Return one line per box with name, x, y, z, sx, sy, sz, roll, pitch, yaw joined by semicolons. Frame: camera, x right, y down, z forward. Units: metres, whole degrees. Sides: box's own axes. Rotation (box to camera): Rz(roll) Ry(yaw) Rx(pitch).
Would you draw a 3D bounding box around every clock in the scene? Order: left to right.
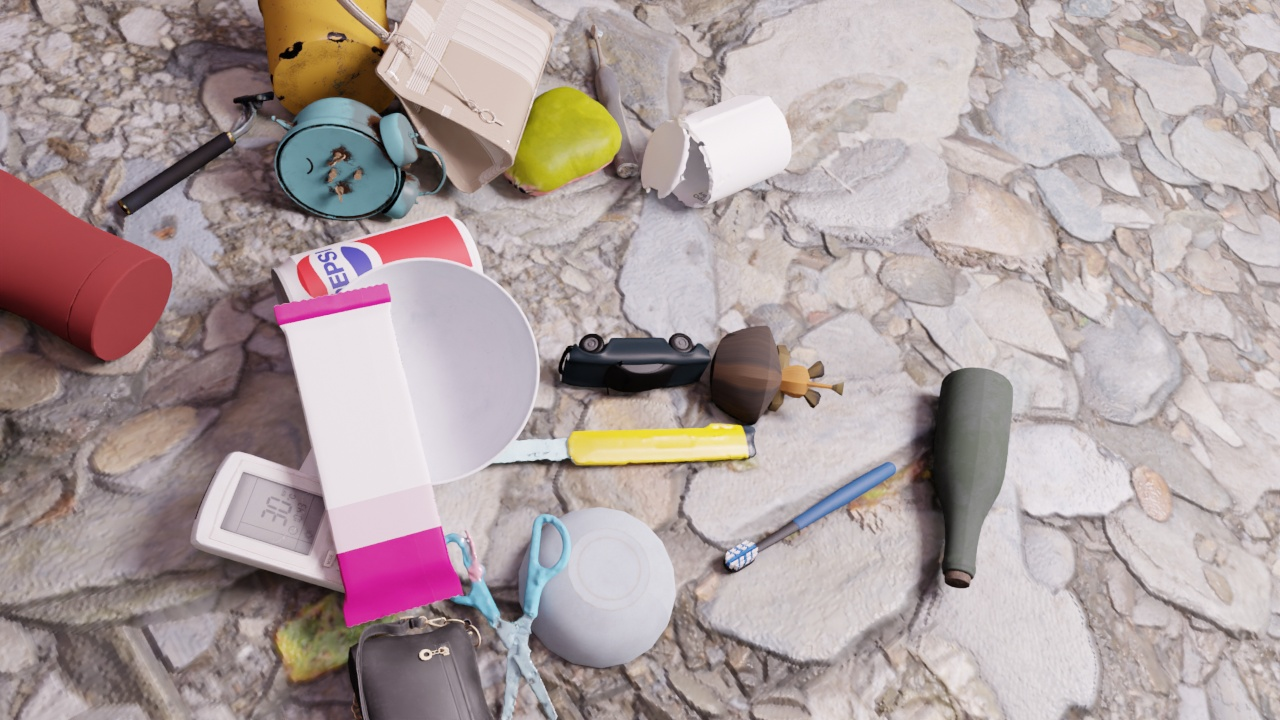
clock;-0.210;-0.151;0.690;0.124;0.090;0.053;3;50;-13

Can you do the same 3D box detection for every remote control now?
remote control;-0.196;0.105;0.561;0.138;0.026;0.060;23;57;-20

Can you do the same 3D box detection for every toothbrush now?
toothbrush;-0.029;-0.243;0.835;0.024;0.022;0.185;17;49;-43
toothbrush;0.128;0.112;0.672;0.167;0.014;0.014;-24;58;-26

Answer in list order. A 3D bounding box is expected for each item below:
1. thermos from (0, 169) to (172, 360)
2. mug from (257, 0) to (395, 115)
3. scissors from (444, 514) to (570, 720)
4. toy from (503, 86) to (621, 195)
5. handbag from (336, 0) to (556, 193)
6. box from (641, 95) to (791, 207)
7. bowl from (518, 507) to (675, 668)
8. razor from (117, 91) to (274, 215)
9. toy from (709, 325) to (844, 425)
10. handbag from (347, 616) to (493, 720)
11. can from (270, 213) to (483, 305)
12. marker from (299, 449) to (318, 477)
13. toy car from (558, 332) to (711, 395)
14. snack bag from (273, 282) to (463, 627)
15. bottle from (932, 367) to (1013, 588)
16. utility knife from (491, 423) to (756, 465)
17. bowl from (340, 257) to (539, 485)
thermos;-0.420;-0.069;0.584;0.198;0.084;0.107;27;56;-1
mug;-0.239;-0.251;0.740;0.123;0.101;0.094;10;55;-44
scissors;-0.069;0.154;0.568;0.111;0.015;0.140;-36;73;7
toy;-0.072;-0.182;0.768;0.090;0.051;0.109;40;61;12
handbag;-0.169;-0.261;0.717;0.198;0.062;0.175;39;44;-32
box;0.058;-0.180;0.784;0.143;0.089;0.080;-30;34;-26
bowl;-0.024;0.141;0.596;0.106;0.039;0.106;7;59;-12
razor;-0.336;-0.158;0.700;0.043;0.022;0.144;8;51;41
toy;0.103;0.013;0.696;0.100;0.062;0.076;8;94;6
handbag;-0.118;0.206;0.525;0.079;0.054;0.128;-13;62;-26
can;-0.184;-0.055;0.649;0.131;0.070;0.070;-21;68;-25
marker;-0.208;0.064;0.604;0.020;0.020;0.141;21;57;-3
toy car;-0.004;0.004;0.680;0.112;0.046;0.034;-1;58;-18
snack bag;-0.164;0.054;0.553;0.070;0.016;0.196;-14;85;-15
bottle;0.248;0.089;0.695;0.055;0.055;0.173;21;58;-3
utility knife;-0.019;0.061;0.659;0.223;0.019;0.030;2;54;-20
bowl;-0.140;0.011;0.609;0.144;0.074;0.144;1;83;-7
